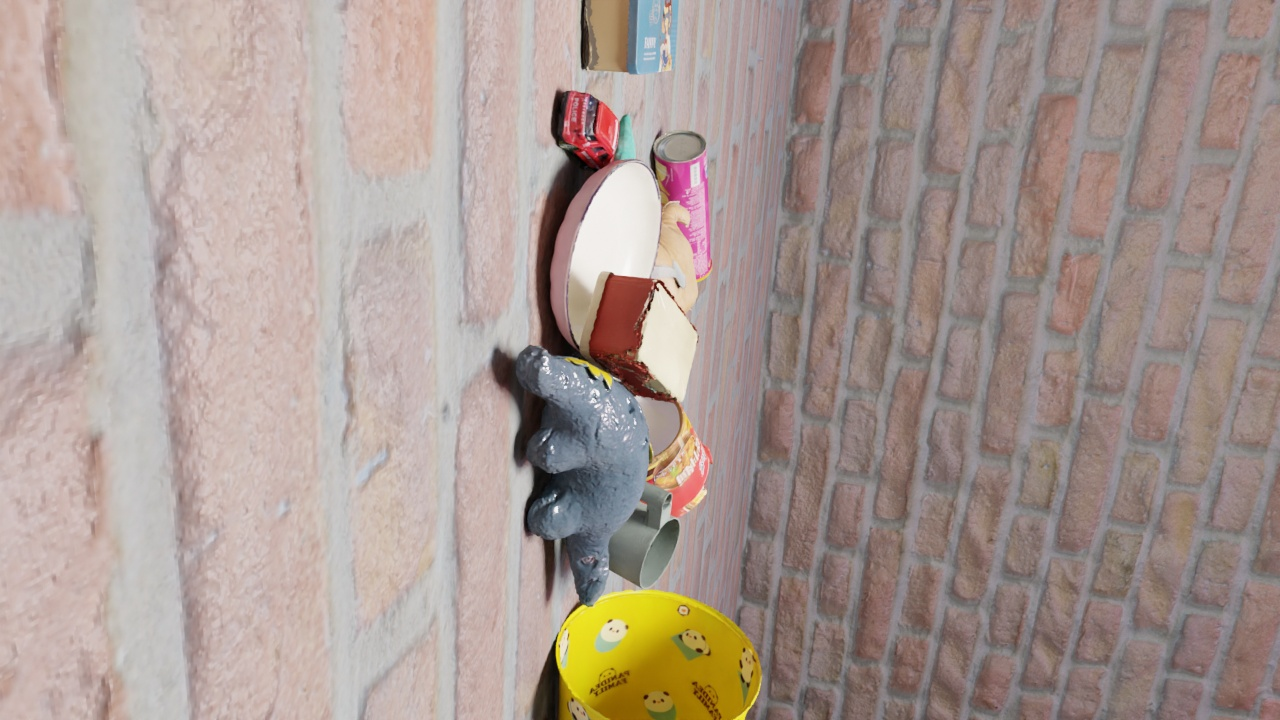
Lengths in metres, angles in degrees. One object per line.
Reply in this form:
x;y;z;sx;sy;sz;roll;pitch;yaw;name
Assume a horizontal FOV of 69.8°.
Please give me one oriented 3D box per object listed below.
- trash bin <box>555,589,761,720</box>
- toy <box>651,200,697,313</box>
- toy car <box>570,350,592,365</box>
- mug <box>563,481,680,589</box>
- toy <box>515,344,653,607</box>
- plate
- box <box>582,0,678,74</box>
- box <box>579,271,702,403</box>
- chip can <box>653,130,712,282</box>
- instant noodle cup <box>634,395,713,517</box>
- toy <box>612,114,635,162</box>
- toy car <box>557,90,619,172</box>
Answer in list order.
0.003;0.440;1.066;0.229;0.230;0.256;-55;156;-64;trash bin
0.024;-0.119;1.084;0.225;0.083;0.143;-54;128;-64;toy
-0.063;0.036;0.930;0.043;0.034;0.090;-43;141;-75;toy car
-0.019;0.172;0.989;0.083;0.103;0.124;-36;140;-48;mug
-0.049;0.098;0.872;0.137;0.091;0.357;-45;145;-38;toy
-0.038;-0.101;0.885;0.191;0.039;0.193;-49;149;-45;plate
-0.008;-0.328;0.900;0.183;0.059;0.090;-59;152;-65;box
0.010;-0.015;0.895;0.168;0.077;0.091;45;57;-66;box
0.059;-0.204;1.243;0.211;0.071;0.071;83;19;-47;chip can
0.007;0.107;1.084;0.109;0.138;0.137;69;29;-47;instant noodle cup
-0.024;-0.191;0.944;0.092;0.030;0.096;120;-22;-76;toy
-0.043;-0.209;0.848;0.120;0.045;0.053;13;86;-80;toy car
